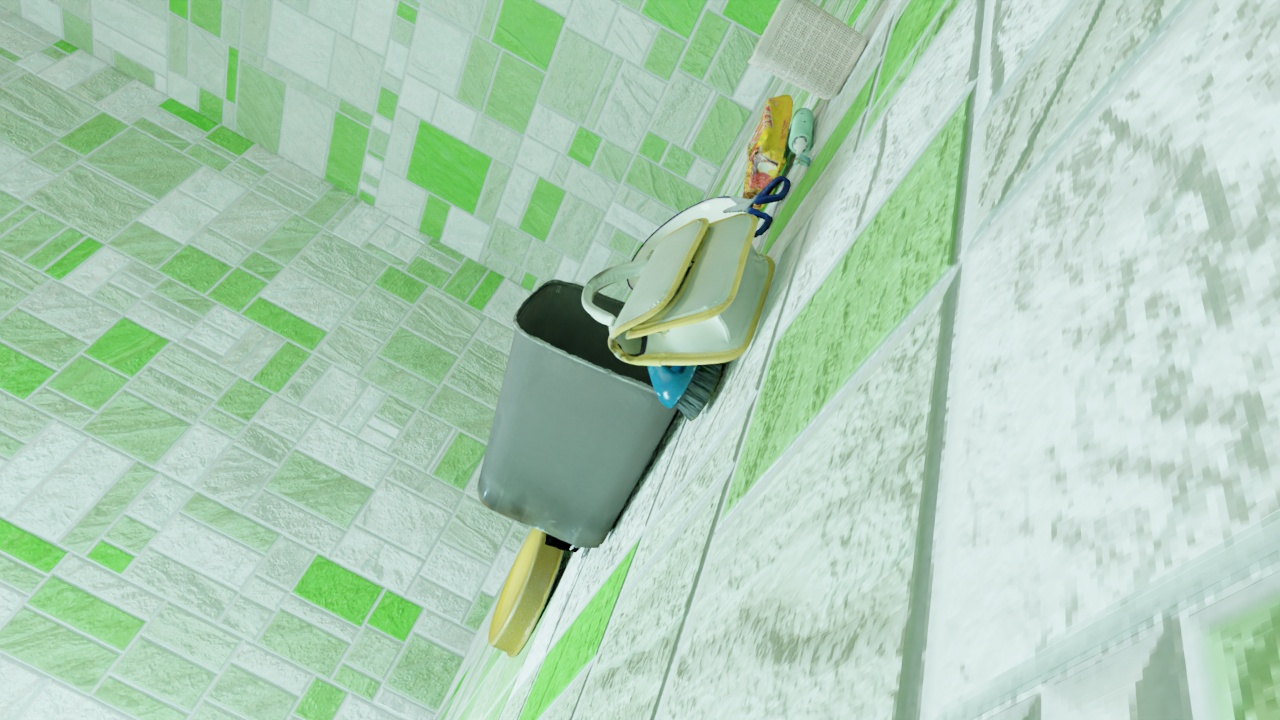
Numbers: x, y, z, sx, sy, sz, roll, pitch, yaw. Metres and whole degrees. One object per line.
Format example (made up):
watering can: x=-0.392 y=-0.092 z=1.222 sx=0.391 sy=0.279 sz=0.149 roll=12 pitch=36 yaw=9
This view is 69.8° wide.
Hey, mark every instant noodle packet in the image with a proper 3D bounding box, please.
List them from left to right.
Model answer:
instant noodle packet: x=0.162 y=-0.269 z=1.181 sx=0.111 sy=0.044 sz=0.128 roll=113 pitch=172 yaw=-55

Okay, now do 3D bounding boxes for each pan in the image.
pan: x=-0.133 y=0.281 z=1.392 sx=0.198 sy=0.078 sz=0.356 roll=-55 pitch=14 yaw=45

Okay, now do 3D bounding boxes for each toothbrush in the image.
toothbrush: x=0.189 y=-0.262 z=1.076 sx=0.224 sy=0.027 sz=0.026 roll=-67 pitch=-7 yaw=-61

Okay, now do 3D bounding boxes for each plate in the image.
plate: x=0.070 y=-0.146 z=1.250 sx=0.193 sy=0.039 sz=0.192 roll=-28 pitch=32 yaw=19

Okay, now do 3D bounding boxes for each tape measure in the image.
tape measure: x=-0.094 y=0.218 z=1.196 sx=0.039 sy=0.057 sz=0.057 roll=-51 pitch=25 yaw=48

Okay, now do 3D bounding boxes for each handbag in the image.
handbag: x=0.019 y=-0.065 z=0.819 sx=0.162 sy=0.179 sz=0.063 roll=-65 pitch=-38 yaw=-48

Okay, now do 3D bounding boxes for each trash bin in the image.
trash bin: x=-0.062 y=0.060 z=0.998 sx=0.198 sy=0.198 sz=0.220 roll=-65 pitch=-3 yaw=-68

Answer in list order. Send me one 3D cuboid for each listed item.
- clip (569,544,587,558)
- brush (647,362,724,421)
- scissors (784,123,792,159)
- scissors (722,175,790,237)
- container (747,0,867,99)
clip: x=-0.064 y=0.215 z=1.129 sx=0.057 sy=0.032 sz=0.025 roll=-55 pitch=2 yaw=-29
brush: x=0.042 y=-0.008 z=0.837 sx=0.055 sy=0.073 sz=0.143 roll=-55 pitch=6 yaw=36
scissors: x=0.179 y=-0.257 z=1.258 sx=0.179 sy=0.019 sz=0.143 roll=-61 pitch=3 yaw=-17
scissors: x=0.130 y=-0.179 z=1.114 sx=0.173 sy=0.012 sz=0.132 roll=-32 pitch=35 yaw=59
container: x=0.197 y=-0.368 z=1.083 sx=0.090 sy=0.111 sz=0.089 roll=-61 pitch=3 yaw=15
